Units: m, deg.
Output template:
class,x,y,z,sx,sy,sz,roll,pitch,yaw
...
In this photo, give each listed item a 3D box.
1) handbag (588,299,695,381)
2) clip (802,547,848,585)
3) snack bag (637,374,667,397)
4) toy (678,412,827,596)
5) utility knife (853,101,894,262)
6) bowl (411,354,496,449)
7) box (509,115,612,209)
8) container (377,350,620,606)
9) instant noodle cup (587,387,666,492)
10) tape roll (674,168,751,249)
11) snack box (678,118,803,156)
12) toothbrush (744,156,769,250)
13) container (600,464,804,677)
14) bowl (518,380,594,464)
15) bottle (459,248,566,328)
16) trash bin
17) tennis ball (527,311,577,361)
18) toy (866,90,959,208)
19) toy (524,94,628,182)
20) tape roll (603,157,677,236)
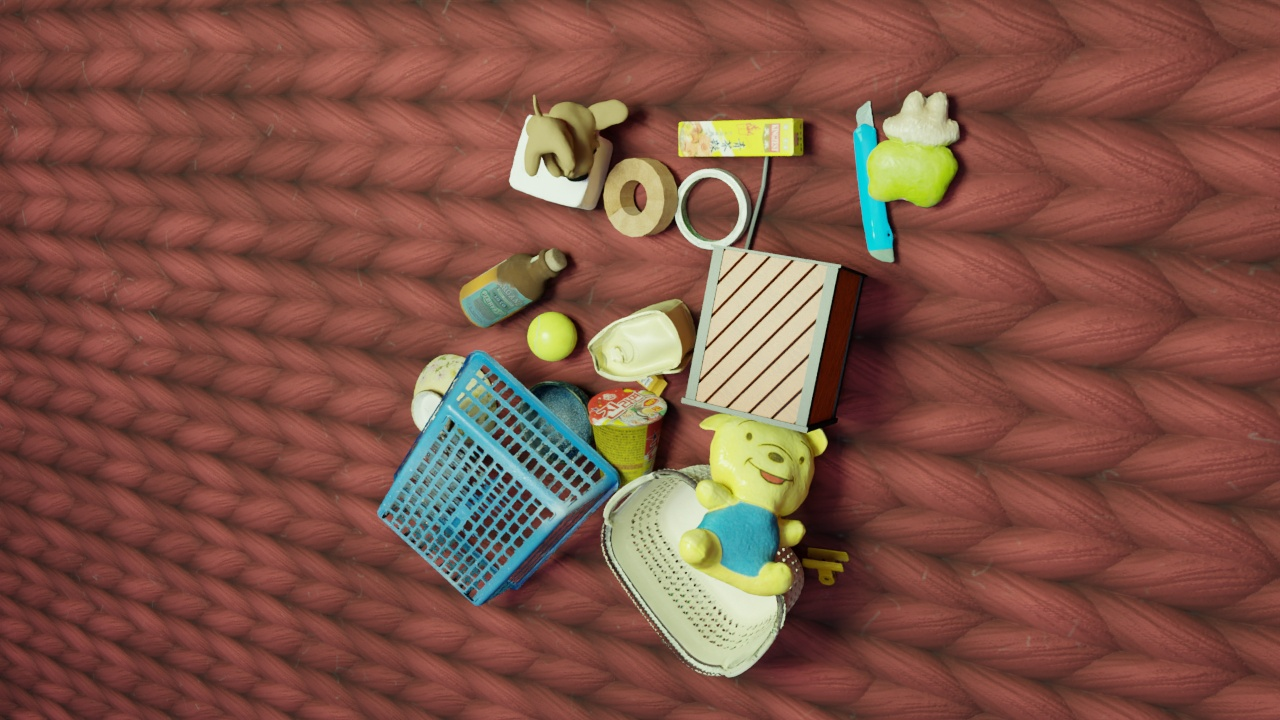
class,x,y,z,sx,sy,sz,roll,pitch,yaw
handbag,0.006,-0.021,1.115,0.111,0.119,0.081,-18,96,16
clip,0.231,0.255,1.138,0.054,0.046,0.047,1,69,27
snack bag,-0.007,0.007,1.191,0.099,0.020,0.026,40,113,13
toy,0.119,0.151,1.019,0.149,0.213,0.084,28,148,-16
utility knife,0.254,-0.193,1.002,0.031,0.015,0.175,-5,100,26
bowl,-0.283,0.069,1.328,0.145,0.063,0.145,9,110,25
box,-0.091,-0.248,1.155,0.107,0.095,0.102,20,99,17
container,-0.217,0.185,1.247,0.257,0.089,0.363,42,133,2
instant noodle cup,-0.016,0.106,1.190,0.100,0.100,0.113,12,119,24
tape roll,0.085,-0.180,1.091,0.094,0.018,0.094,8,108,26
snack box,0.112,-0.252,1.039,0.148,0.028,0.040,8,107,34
toothbrush,0.139,-0.190,1.064,0.013,0.012,0.167,19,112,13
container,0.082,0.245,1.129,0.251,0.143,0.185,50,122,15
bowl,-0.102,0.078,1.238,0.114,0.060,0.114,7,106,27
bottle,-0.164,-0.103,1.215,0.157,0.067,0.068,-26,91,31
trash bin,0.150,-0.026,1.009,0.140,0.139,0.172,13,96,24
tennis ball,-0.116,-0.032,1.211,0.065,0.065,0.065,8,108,26
toy,0.287,-0.221,0.959,0.092,0.043,0.118,12,108,15
toy,-0.090,-0.254,1.053,0.134,0.108,0.106,-5,108,21
tape roll,0.000,-0.198,1.114,0.094,0.027,0.094,10,107,37
